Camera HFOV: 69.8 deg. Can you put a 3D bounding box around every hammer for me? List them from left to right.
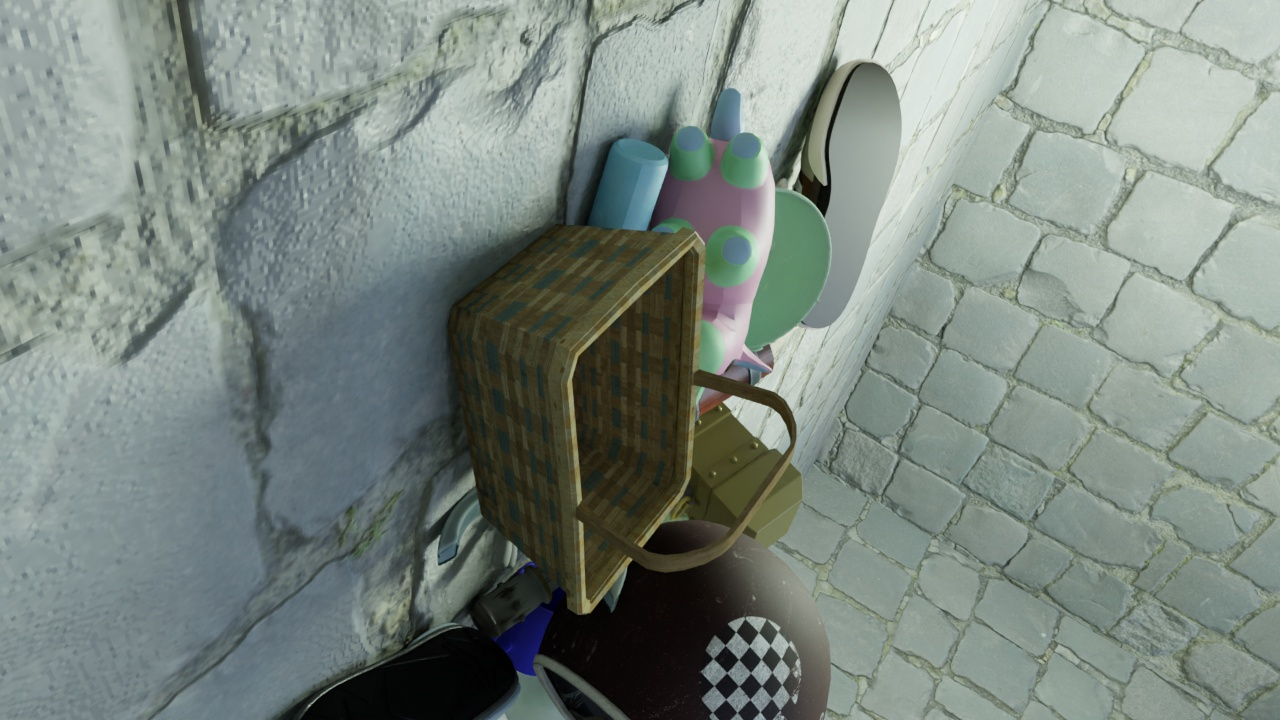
[{"bbox_3d":[-0.022,0.164,0.898,0.324,0.190,0.101,-31,152,-25],"label":"hammer"}]

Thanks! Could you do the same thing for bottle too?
[{"bbox_3d":[-0.018,-0.085,0.631,0.040,0.040,0.130,-36,152,-54],"label":"bottle"}]

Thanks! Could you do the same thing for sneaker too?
[{"bbox_3d":[-0.205,0.309,0.708,0.161,0.093,0.256,-55,164,15],"label":"sneaker"},{"bbox_3d":[0.201,-0.189,1.033,0.111,0.116,0.294,-1,110,-30],"label":"sneaker"}]

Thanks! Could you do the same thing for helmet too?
[{"bbox_3d":[0.037,0.260,0.738,0.252,0.234,0.234,-43,-161,-26],"label":"helmet"}]

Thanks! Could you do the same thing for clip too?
[{"bbox_3d":[-0.094,0.122,0.697,0.164,0.168,0.031,-4,136,-19],"label":"clip"}]

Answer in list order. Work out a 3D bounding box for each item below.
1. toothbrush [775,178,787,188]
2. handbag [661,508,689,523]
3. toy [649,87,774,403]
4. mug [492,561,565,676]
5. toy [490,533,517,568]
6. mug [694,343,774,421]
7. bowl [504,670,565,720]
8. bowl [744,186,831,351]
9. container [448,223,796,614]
[{"bbox_3d":[0.140,-0.135,1.056,0.018,0.016,0.182,-53,164,-43],"label":"toothbrush"},{"bbox_3d":[0.041,0.184,1.179,0.186,0.113,0.116,72,37,-73],"label":"handbag"},{"bbox_3d":[0.053,-0.081,0.700,0.171,0.120,0.222,58,41,-77],"label":"toy"},{"bbox_3d":[-0.108,0.260,0.913,0.111,0.079,0.084,-8,128,-47],"label":"mug"},{"bbox_3d":[-0.098,0.121,0.773,0.049,0.030,0.111,51,58,-73],"label":"toy"},{"bbox_3d":[0.053,-0.003,0.884,0.111,0.117,0.082,-26,134,-16],"label":"mug"},{"bbox_3d":[-0.087,0.327,0.995,0.153,0.154,0.073,-45,129,-40],"label":"bowl"},{"bbox_3d":[0.087,-0.090,0.819,0.150,0.077,0.151,-11,119,-20],"label":"bowl"},{"bbox_3d":[-0.003,0.048,0.592,0.157,0.186,0.250,-46,150,-38],"label":"container"}]
